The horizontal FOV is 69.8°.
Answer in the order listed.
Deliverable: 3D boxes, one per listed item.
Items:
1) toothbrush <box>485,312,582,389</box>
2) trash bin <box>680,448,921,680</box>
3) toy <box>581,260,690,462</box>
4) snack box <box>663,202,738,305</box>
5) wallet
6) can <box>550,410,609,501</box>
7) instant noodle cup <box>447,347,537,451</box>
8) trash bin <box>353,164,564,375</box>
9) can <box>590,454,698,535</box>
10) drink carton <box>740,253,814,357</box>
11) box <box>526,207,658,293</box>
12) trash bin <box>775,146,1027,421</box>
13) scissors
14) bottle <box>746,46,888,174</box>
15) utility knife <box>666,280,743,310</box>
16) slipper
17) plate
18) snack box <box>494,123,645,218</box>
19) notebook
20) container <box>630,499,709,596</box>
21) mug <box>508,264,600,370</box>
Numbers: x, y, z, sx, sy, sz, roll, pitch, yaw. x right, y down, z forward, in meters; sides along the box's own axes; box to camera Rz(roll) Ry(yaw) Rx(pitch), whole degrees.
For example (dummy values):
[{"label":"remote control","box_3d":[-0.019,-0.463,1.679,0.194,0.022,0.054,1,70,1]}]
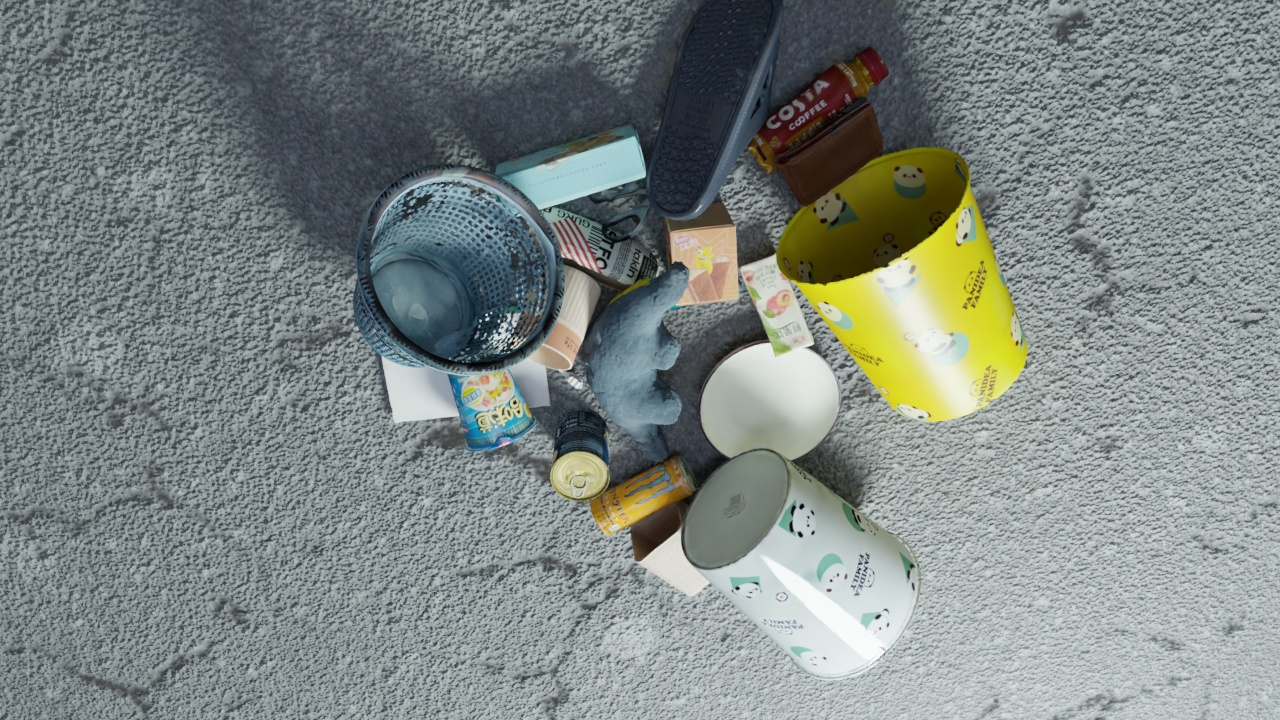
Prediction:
[{"label":"toothbrush","box_3d":[-0.144,-0.018,1.177,0.180,0.016,0.016,38,99,-18]},{"label":"trash bin","box_3d":[0.204,0.261,1.219,0.230,0.229,0.252,-42,116,15]},{"label":"toy","box_3d":[-0.007,0.007,1.150,0.138,0.091,0.357,16,138,15]},{"label":"snack box","box_3d":[0.072,-0.129,1.105,0.077,0.092,0.094,-6,117,-1]},{"label":"wallet","box_3d":[0.220,-0.241,1.063,0.125,0.032,0.101,-35,153,9]},{"label":"can","box_3d":[-0.078,0.123,1.210,0.075,0.111,0.075,-1,116,-2]},{"label":"instant noodle cup","box_3d":[-0.194,0.045,1.164,0.099,0.099,0.110,-17,106,4]},{"label":"trash bin","box_3d":[-0.227,-0.081,1.032,0.226,0.196,0.226,6,78,-30]},{"label":"can","box_3d":[0.004,0.188,1.276,0.146,0.058,0.058,-28,114,10]},{"label":"drink carton","box_3d":[0.170,-0.069,1.147,0.053,0.045,0.122,-22,91,8]},{"label":"box","box_3d":[-0.061,-0.129,1.123,0.163,0.076,0.086,20,151,-14]},{"label":"trash bin","box_3d":[0.322,-0.078,1.084,0.230,0.229,0.255,-32,119,11]},{"label":"scissors","box_3d":[0.022,-0.195,1.093,0.165,0.014,0.162,21,76,8]},{"label":"bottle","box_3d":[0.201,-0.289,1.055,0.175,0.057,0.057,-37,113,13]},{"label":"utility knife","box_3d":[0.045,-0.077,1.173,0.174,0.013,0.029,-15,115,4]},{"label":"slipper","box_3d":[0.087,-0.286,1.039,0.111,0.083,0.268,27,103,27]},{"label":"plate","box_3d":[0.170,0.054,1.232,0.192,0.039,0.193,-1,116,-3]},{"label":"snack box","box_3d":[-0.082,-0.220,1.061,0.175,0.074,0.052,-16,117,4]},{"label":"notebook","box_3d":[-0.229,0.004,1.195,0.209,0.012,0.150,-5,115,-2]},{"label":"container","box_3d":[0.057,0.265,1.302,0.090,0.090,0.111,-42,115,15]},{"label":"mug","box_3d":[-0.105,-0.049,1.127,0.081,0.115,0.105,23,71,-3]}]
